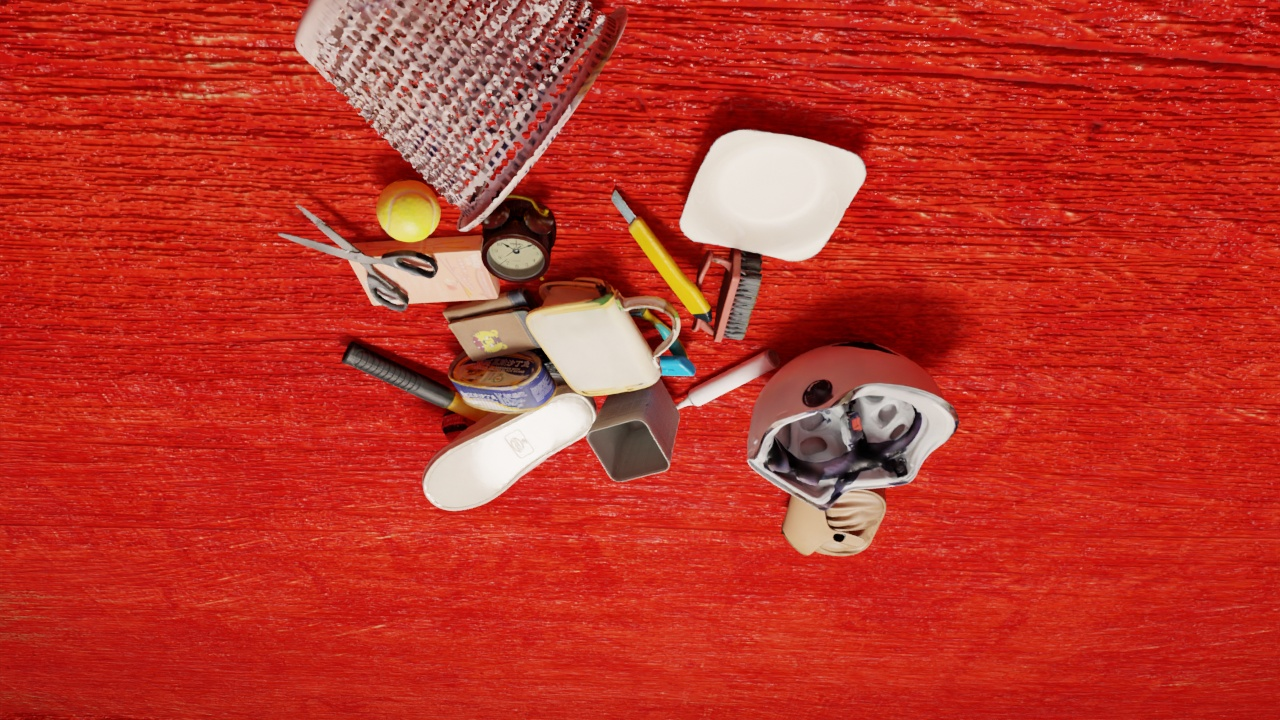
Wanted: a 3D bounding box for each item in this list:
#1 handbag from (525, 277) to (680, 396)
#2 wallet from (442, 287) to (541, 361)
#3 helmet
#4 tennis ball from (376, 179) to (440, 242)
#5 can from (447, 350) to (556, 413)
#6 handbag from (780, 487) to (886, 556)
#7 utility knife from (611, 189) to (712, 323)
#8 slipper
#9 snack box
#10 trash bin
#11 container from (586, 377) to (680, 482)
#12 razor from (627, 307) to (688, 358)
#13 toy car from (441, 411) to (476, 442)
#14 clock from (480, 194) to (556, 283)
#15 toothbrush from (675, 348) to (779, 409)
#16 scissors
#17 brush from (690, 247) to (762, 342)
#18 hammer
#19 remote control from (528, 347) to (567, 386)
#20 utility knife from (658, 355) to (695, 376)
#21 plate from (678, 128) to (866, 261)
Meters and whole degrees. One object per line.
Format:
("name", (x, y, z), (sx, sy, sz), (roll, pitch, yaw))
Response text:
("handbag", (-0.028, -0.034, 1.102), (0.179, 0.063, 0.163), (-6, 139, 25))
("wallet", (-0.176, -0.043, 1.138), (0.115, 0.033, 0.090), (-10, 132, 20))
("helmet", (0.258, 0.063, 1.170), (0.259, 0.145, 0.229), (-34, 132, 29))
("tennis ball", (-0.243, -0.157, 0.962), (0.065, 0.065, 0.066), (1, 144, 1))
("can", (-0.179, 0.024, 1.179), (0.148, 0.074, 0.049), (5, 139, 32))
("handbag", (0.306, 0.242, 1.449), (0.148, 0.099, 0.205), (4, 140, 3))
("utility knife", (0.025, -0.114, 1.013), (0.033, 0.015, 0.192), (-3, 133, 51))
("slipper", (-0.181, 0.114, 1.256), (0.275, 0.054, 0.114), (-33, 119, 11))
("snack box", (-0.250, -0.104, 1.068), (0.157, 0.026, 0.084), (-3, 143, 6))
("trash bin", (-0.152, -0.248, 0.732), (0.192, 0.226, 0.228), (35, 134, -20))
("container", (-0.004, 0.086, 1.227), (0.090, 0.114, 0.090), (-17, 118, 24))
("razor", (0.025, -0.032, 1.149), (0.043, 0.028, 0.132), (-4, 145, 41))
("toy car", (-0.247, 0.117, 1.357), (0.053, 0.045, 0.120), (-14, 143, 23))
("clock", (-0.133, -0.136, 0.993), (0.082, 0.055, 0.122), (5, 142, -3))
("toothbrush", (0.094, 0.041, 1.246), (0.222, 0.026, 0.026), (-30, 95, 36))
("scissors", (-0.311, -0.114, 1.030), (0.179, 0.014, 0.160), (2, 139, 5))
("brush", (0.096, -0.074, 1.063), (0.069, 0.063, 0.146), (8, 145, -1))
("hammer", (-0.263, 0.054, 1.258), (0.300, 0.032, 0.129), (29, 109, -24))
("remote control", (-0.118, 0.011, 1.217), (0.053, 0.024, 0.136), (-9, 138, 17))
("utility knife", (-0.007, 0.007, 1.191), (0.162, 0.018, 0.034), (0, 146, 29))
("plate", (0.133, -0.175, 0.943), (0.164, 0.034, 0.164), (11, 143, -11))
